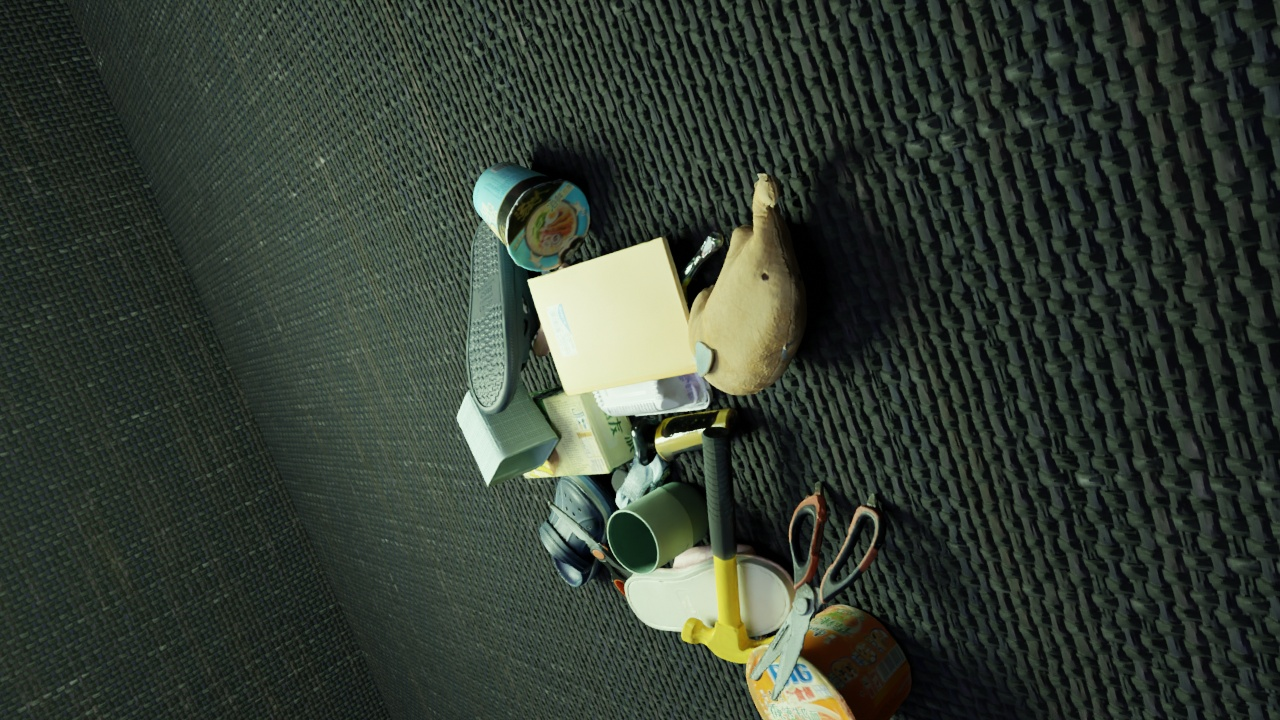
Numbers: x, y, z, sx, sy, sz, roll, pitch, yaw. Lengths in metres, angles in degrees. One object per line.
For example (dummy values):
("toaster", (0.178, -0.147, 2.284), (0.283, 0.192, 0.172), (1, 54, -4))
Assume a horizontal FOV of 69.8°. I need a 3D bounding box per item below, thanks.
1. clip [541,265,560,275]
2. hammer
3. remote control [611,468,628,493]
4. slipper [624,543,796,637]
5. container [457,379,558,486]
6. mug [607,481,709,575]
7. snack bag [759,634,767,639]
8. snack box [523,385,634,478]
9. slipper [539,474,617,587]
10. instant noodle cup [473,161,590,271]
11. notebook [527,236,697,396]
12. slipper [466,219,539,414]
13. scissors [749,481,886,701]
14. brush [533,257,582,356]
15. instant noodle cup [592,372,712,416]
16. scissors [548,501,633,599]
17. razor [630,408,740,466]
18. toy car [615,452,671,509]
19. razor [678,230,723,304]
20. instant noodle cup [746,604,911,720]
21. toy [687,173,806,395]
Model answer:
("clip", (-0.101, -0.095, 1.155), (0.024, 0.028, 0.057), (-15, 110, 57))
("hammer", (0.095, 0.213, 1.022), (0.129, 0.032, 0.301), (9, 118, 33))
("remote control", (0.013, 0.195, 1.196), (0.136, 0.024, 0.053), (48, 139, 22))
("slipper", (0.086, 0.282, 1.128), (0.275, 0.054, 0.114), (-22, 98, 46))
("container", (-0.181, 0.091, 1.217), (0.111, 0.090, 0.090), (57, 144, 19))
("mug", (0.017, 0.204, 1.110), (0.112, 0.106, 0.082), (-36, 81, 45))
("snack bag", (0.174, 0.344, 1.084), (0.104, 0.026, 0.048), (-18, 86, 55))
("snack box", (-0.103, 0.095, 1.248), (0.241, 0.063, 0.114), (-14, 100, 56))
("slipper", (-0.103, 0.250, 1.330), (0.105, 0.095, 0.253), (41, 144, 24))
("instant noodle cup", (-0.136, -0.177, 1.081), (0.120, 0.111, 0.111), (38, 140, 44))
("notebook", (-0.031, -0.042, 0.999), (0.207, 0.010, 0.146), (-12, 99, 41))
("slipper", (-0.167, -0.062, 1.187), (0.111, 0.083, 0.267), (-28, 61, 50))
("scissors", (0.166, 0.222, 0.910), (0.197, 0.015, 0.213), (-33, 49, 34))
("brush", (-0.093, -0.057, 1.115), (0.063, 0.072, 0.146), (40, 144, 2))
("instant noodle cup", (-0.006, 0.006, 1.065), (0.174, 0.060, 0.138), (-11, 103, 54))
("scissors", (-0.035, 0.261, 1.243), (0.125, 0.021, 0.235), (-5, 128, 38))
("razor", (0.050, 0.081, 1.047), (0.067, 0.062, 0.168), (37, 148, -24))
("toy car", (0.002, 0.154, 1.157), (0.049, 0.031, 0.106), (38, 119, 28))
("razor", (0.052, -0.089, 0.932), (0.143, 0.022, 0.042), (124, 134, -60))
("instant noodle cup", (0.203, 0.337, 0.964), (0.151, 0.111, 0.152), (32, 135, 38))
("toy", (0.107, -0.063, 0.844), (0.143, 0.082, 0.227), (61, 149, 30))
